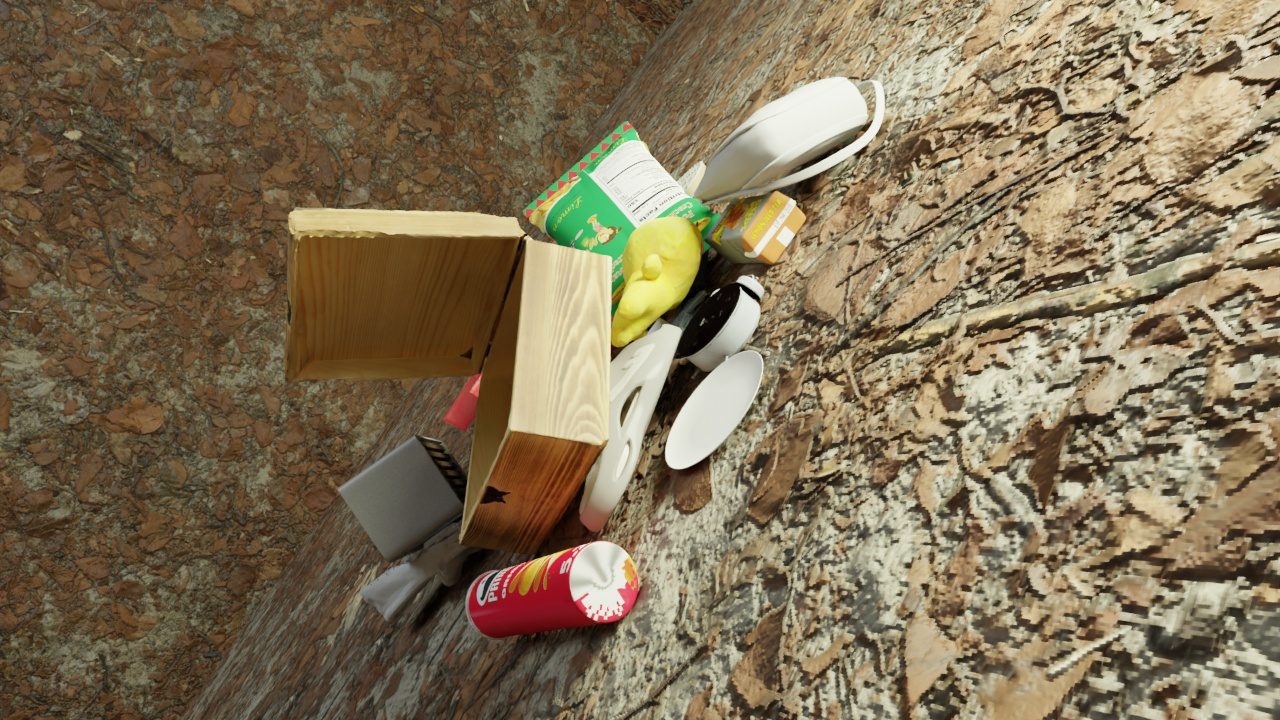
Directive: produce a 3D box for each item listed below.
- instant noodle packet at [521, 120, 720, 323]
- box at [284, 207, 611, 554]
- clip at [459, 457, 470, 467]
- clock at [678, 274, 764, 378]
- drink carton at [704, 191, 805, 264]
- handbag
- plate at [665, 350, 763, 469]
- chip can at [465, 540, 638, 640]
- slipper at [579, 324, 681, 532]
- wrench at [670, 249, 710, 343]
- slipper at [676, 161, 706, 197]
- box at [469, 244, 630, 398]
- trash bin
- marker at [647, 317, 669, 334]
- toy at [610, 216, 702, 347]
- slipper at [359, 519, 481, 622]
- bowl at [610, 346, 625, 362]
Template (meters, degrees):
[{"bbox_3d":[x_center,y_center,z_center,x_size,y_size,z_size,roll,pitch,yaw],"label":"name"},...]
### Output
[{"bbox_3d":[-0.025,-0.188,1.230,0.195,0.090,0.252,-41,60,3],"label":"instant noodle packet"},{"bbox_3d":[-0.222,0.002,0.972,0.280,0.334,0.285,118,159,-52],"label":"box"},{"bbox_3d":[-0.214,0.134,1.320,0.102,0.057,0.052,-38,47,37],"label":"clip"},{"bbox_3d":[0.088,-0.042,0.965,0.095,0.035,0.122,-26,30,56],"label":"clock"},{"bbox_3d":[0.129,-0.149,1.050,0.076,0.048,0.125,-54,16,-5],"label":"drink carton"},{"bbox_3d":[0.161,-0.237,1.073,0.215,0.095,0.223,-30,0,-23],"label":"handbag"},{"bbox_3d":[0.072,0.049,0.863,0.135,0.011,0.134,-47,17,19],"label":"plate"},{"bbox_3d":[-0.088,0.216,0.848,0.221,0.069,0.069,-30,28,52],"label":"chip can"},{"bbox_3d":[-0.030,0.054,0.973,0.113,0.080,0.265,114,177,-54],"label":"slipper"},{"bbox_3d":[0.068,-0.103,1.167,0.074,0.022,0.272,-41,21,31],"label":"wrench"},{"bbox_3d":[0.033,-0.217,1.445,0.264,0.052,0.114,-39,19,50],"label":"slipper"},{"bbox_3d":[-0.120,-0.032,1.209,0.165,0.153,0.213,16,61,29],"label":"box"},{"bbox_3d":[-0.304,0.186,1.252,0.114,0.114,0.229,-35,-4,-7],"label":"trash bin"},{"bbox_3d":[-0.007,0.007,1.142,0.133,0.023,0.027,-54,-5,-3],"label":"marker"},{"bbox_3d":[0.015,-0.096,1.078,0.207,0.092,0.134,-68,0,-46],"label":"toy"},{"bbox_3d":[-0.269,0.267,1.222,0.247,0.074,0.112,-39,11,16],"label":"slipper"},{"bbox_3d":[-0.043,0.025,1.080,0.114,0.026,0.102,-30,-36,-49],"label":"bowl"}]
